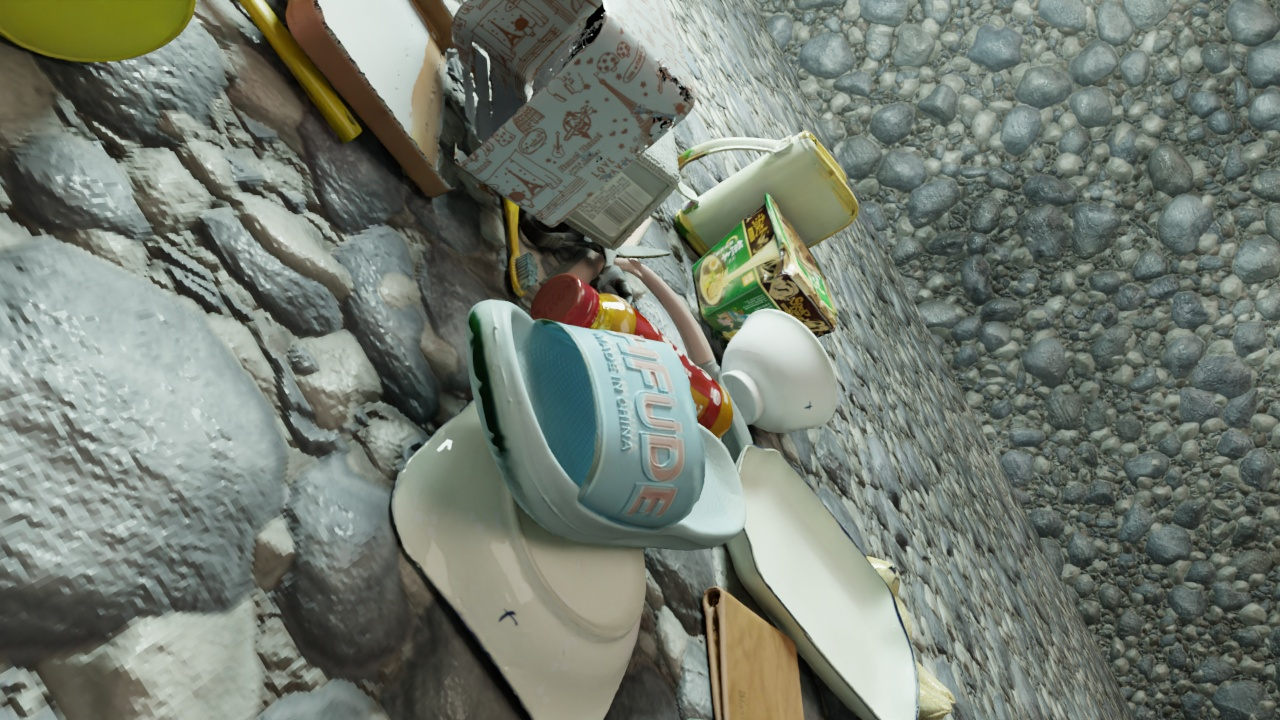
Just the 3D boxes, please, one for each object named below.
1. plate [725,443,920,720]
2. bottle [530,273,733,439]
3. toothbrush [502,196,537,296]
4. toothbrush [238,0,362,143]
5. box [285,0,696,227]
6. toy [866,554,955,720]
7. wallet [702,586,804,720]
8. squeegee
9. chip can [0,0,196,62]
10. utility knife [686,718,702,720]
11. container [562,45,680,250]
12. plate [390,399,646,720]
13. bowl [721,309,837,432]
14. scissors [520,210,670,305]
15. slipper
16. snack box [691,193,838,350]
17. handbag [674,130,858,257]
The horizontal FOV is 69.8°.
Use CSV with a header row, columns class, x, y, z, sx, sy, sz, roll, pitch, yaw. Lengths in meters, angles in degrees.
class,x,y,z,sx,sy,sz,roll,pitch,yaw
plate,0.142,0.186,0.736,0.266,0.034,0.161,50,29,-19
bottle,-0.004,0.004,0.614,0.175,0.058,0.057,39,32,-43
toothbrush,-0.085,-0.118,0.626,0.016,0.018,0.191,40,31,-46
toothbrush,-0.205,-0.189,0.452,0.190,0.017,0.015,54,23,-23
box,-0.097,-0.208,0.542,0.193,0.157,0.182,32,34,-39
toy,0.232,0.251,0.837,0.105,0.066,0.157,1,55,-46
wallet,0.077,0.219,0.600,0.101,0.020,0.115,42,33,-38
squeegee,0.040,-0.003,0.744,0.249,0.040,0.247,58,23,-12
chip can,-0.232,-0.223,0.357,0.071,0.072,0.210,13,53,-62
utility knife,0.057,0.270,0.507,0.029,0.013,0.157,-11,77,-65
container,-0.029,-0.152,0.664,0.090,0.090,0.114,29,33,-29
plate,-0.042,0.091,0.467,0.164,0.034,0.163,57,23,-11
bowl,0.108,0.021,0.807,0.064,0.119,0.118,-28,91,-30
scissors,-0.025,-0.082,0.680,0.175,0.014,0.159,21,35,-38
slipper,0.002,0.042,0.473,0.245,0.074,0.104,32,38,-52
snack box,0.116,-0.072,0.897,0.118,0.106,0.117,45,26,-38
handbag,0.113,-0.173,0.926,0.178,0.164,0.063,39,31,-44
